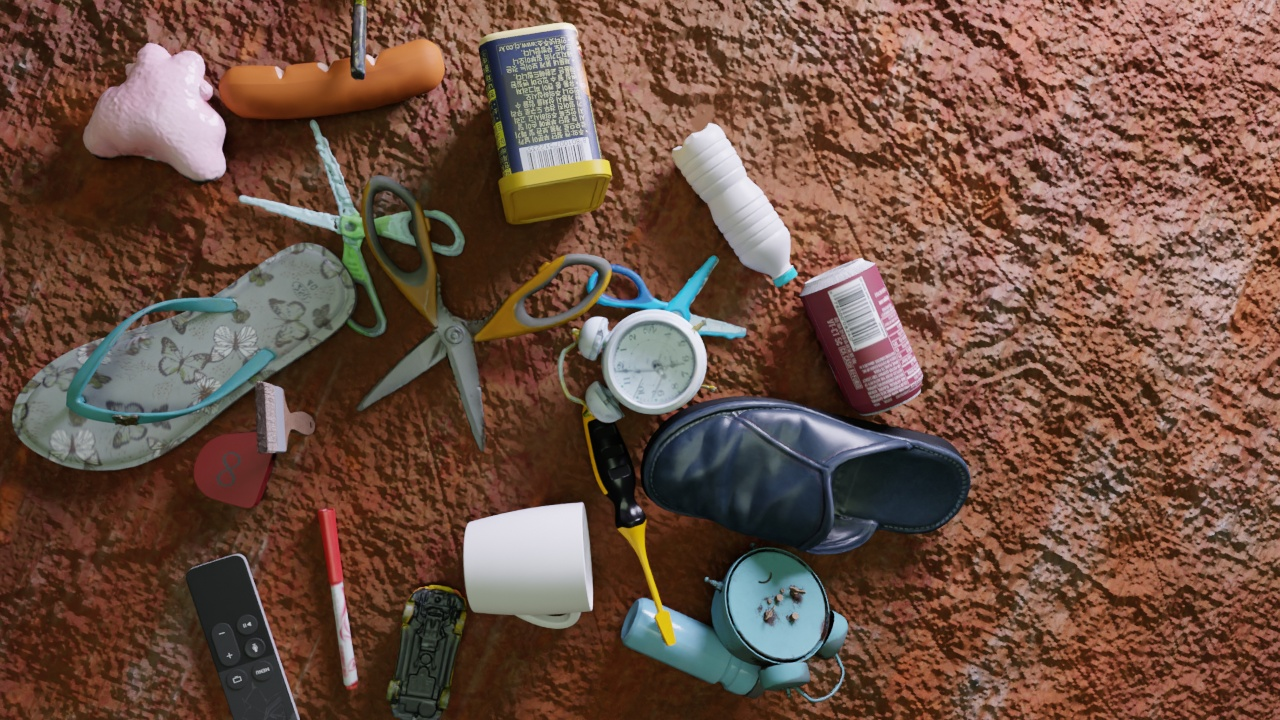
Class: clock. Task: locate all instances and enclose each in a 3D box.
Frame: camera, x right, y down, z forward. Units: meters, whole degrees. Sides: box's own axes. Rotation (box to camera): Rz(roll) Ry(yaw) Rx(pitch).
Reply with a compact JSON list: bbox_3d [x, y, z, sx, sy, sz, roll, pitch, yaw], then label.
[{"bbox_3d":[-0.004,0.004,0.700,0.117,0.057,0.083,-9,93,2],"label":"clock"},{"bbox_3d":[0.108,0.205,0.710,0.089,0.053,0.124,-28,75,-32],"label":"clock"}]

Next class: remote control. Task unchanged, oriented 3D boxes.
[{"bbox_3d":[-0.305,0.223,0.705,0.045,0.008,0.146,-17,93,-6],"label":"remote control"}]

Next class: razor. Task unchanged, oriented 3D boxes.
[{"bbox_3d":[-0.207,-0.248,0.674,0.042,0.026,0.105,-3,62,-8],"label":"razor"}]

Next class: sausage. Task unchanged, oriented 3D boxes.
[{"bbox_3d":[-0.229,-0.208,0.687,0.164,0.039,0.044,-11,87,-6],"label":"sausage"}]

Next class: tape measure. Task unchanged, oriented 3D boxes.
[{"bbox_3d":[-0.307,0.078,0.696,0.051,0.019,0.059,18,82,-5],"label":"tape measure"}]

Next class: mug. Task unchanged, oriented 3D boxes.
[{"bbox_3d":[-0.082,0.166,0.702,0.087,0.080,0.114,-5,123,0],"label":"mug"}]

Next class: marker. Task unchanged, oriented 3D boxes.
[{"bbox_3d":[-0.233,0.185,0.711,0.013,0.013,0.142,-8,93,-6],"label":"marker"}]

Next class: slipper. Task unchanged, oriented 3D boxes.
[{"bbox_3d":[0.134,0.098,0.703,0.265,0.083,0.109,8,111,-7],"label":"slipper"},{"bbox_3d":[-0.332,0.005,0.671,0.268,0.055,0.098,-28,97,-3],"label":"slipper"}]

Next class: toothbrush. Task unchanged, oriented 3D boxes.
[{"bbox_3d":[-0.008,0.123,0.710,0.031,0.031,0.196,-15,80,-21],"label":"toothbrush"}]

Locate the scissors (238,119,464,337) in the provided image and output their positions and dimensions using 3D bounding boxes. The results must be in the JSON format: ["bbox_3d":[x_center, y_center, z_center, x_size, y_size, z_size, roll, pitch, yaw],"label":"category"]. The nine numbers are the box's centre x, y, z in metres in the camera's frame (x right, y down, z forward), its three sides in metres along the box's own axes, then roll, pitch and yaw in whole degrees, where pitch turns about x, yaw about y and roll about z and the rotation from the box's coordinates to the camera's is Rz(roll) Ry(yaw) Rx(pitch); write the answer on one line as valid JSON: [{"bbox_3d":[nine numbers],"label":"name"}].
[{"bbox_3d":[-0.216,-0.104,0.707,0.165,0.024,0.171,-16,96,0],"label":"scissors"}]

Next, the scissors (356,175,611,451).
[{"bbox_3d":[-0.139,-0.044,0.699,0.225,0.016,0.230,-33,103,2],"label":"scissors"}]

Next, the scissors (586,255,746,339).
[{"bbox_3d":[0.015,-0.034,0.733,0.140,0.011,0.134,34,90,-5],"label":"scissors"}]

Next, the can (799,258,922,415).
[{"bbox_3d":[0.175,-0.019,0.725,0.063,0.063,0.114,-25,94,-5],"label":"can"}]

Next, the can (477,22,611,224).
[{"bbox_3d":[-0.071,-0.165,0.659,0.075,0.135,0.104,-11,90,-6],"label":"can"}]

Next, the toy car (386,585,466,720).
[{"bbox_3d":[-0.165,0.228,0.710,0.049,0.030,0.107,13,88,-8],"label":"toy car"}]

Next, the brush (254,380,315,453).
[{"bbox_3d":[-0.245,0.044,0.639,0.008,0.143,0.045,-4,83,-8],"label":"brush"}]

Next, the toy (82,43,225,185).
[{"bbox_3d":[-0.350,-0.181,0.668,0.102,0.050,0.093,11,93,-3],"label":"toy"}]

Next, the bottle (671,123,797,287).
[{"bbox_3d":[0.078,-0.119,0.721,0.044,0.044,0.136,-35,95,-5],"label":"bottle"}]

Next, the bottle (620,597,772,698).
[{"bbox_3d":[0.050,0.232,0.729,0.130,0.040,0.040,26,88,-6],"label":"bottle"}]
